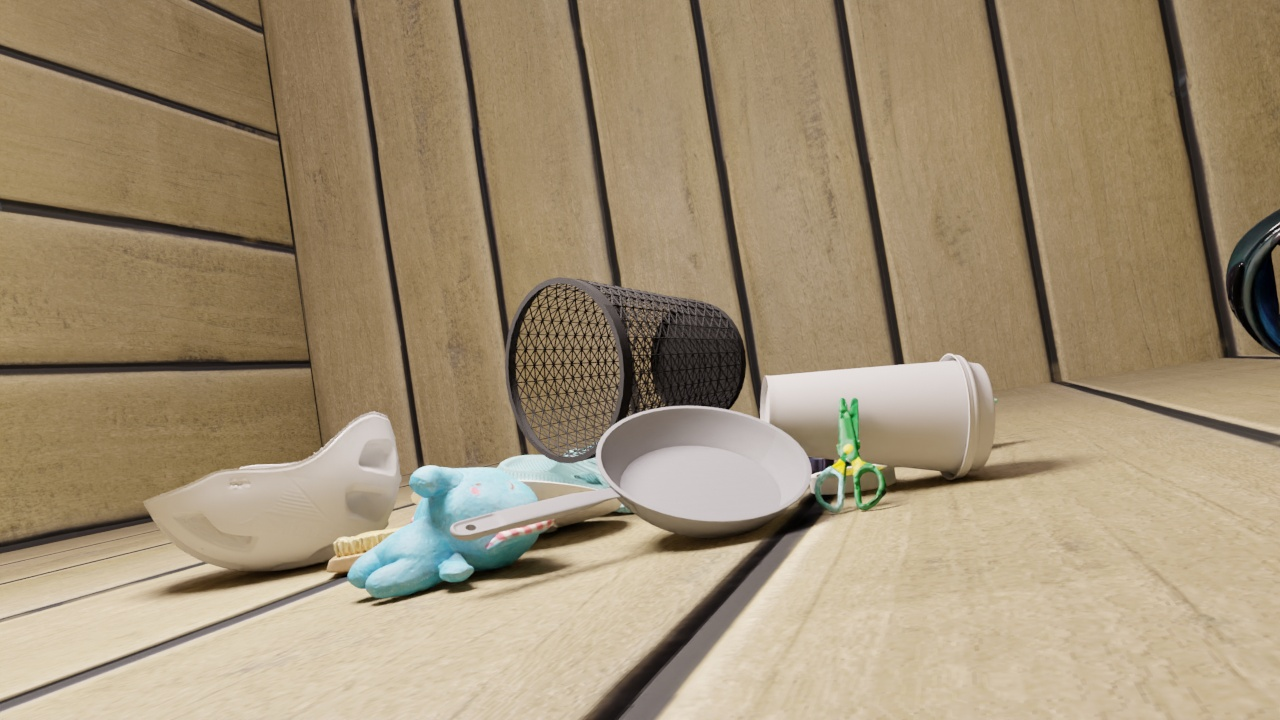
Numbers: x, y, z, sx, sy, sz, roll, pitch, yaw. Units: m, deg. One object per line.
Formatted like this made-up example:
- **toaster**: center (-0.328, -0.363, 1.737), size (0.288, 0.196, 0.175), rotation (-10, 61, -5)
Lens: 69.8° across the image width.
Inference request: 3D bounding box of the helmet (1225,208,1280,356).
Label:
- **helmet**: center (0.788, -0.069, 0.938), size (0.317, 0.249, 0.235), rotation (-10, 27, 34)

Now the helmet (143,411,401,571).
- **helmet**: center (-0.427, 0.154, 1.082), size (0.282, 0.183, 0.225), rotation (-1, -11, -21)

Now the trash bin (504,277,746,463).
- **trash bin**: center (-0.007, 0.007, 1.155), size (0.242, 0.217, 0.217), rotation (-4, -5, -44)

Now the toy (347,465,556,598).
- **toy**: center (-0.176, 0.146, 0.820), size (0.180, 0.115, 0.184), rotation (-20, 15, -40)

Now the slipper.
- **slipper**: center (-0.073, 0.139, 1.177), size (0.277, 0.069, 0.115), rotation (4, 8, 31)

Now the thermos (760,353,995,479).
- **thermos**: center (0.242, 0.058, 0.965), size (0.222, 0.131, 0.131), rotation (1, -2, 1)

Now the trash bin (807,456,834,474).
- **trash bin**: center (0.209, 0.109, 1.227), size (0.092, 0.093, 0.160), rotation (0, -1, 17)

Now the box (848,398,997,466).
- **box**: center (0.371, 0.103, 1.207), size (0.186, 0.057, 0.138), rotation (-8, -20, -28)

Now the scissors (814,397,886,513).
- **scissors**: center (0.194, 0.089, 0.883), size (0.071, 0.130, 0.014), rotation (-15, -40, 19)

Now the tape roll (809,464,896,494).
- **tape roll**: center (0.235, 0.132, 1.020), size (0.094, 0.019, 0.094), rotation (-9, -2, 0)

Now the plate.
- **plate**: center (-0.136, 0.169, 1.007), size (0.229, 0.030, 0.230), rotation (0, -19, 0)

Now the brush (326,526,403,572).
- **brush**: center (-0.270, 0.198, 0.971), size (0.117, 0.039, 0.049), rotation (-7, -4, -9)

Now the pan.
- **pan**: center (-0.005, 0.117, 0.821), size (0.355, 0.051, 0.201), rotation (-15, 31, -33)
